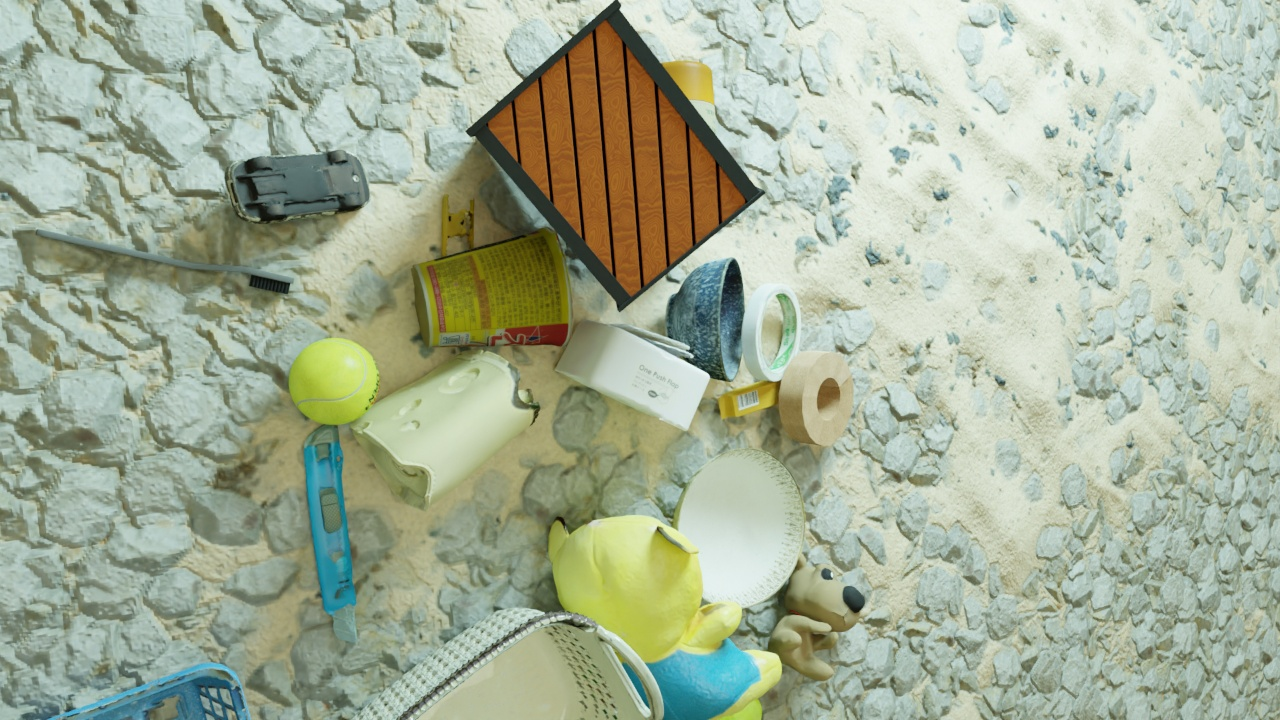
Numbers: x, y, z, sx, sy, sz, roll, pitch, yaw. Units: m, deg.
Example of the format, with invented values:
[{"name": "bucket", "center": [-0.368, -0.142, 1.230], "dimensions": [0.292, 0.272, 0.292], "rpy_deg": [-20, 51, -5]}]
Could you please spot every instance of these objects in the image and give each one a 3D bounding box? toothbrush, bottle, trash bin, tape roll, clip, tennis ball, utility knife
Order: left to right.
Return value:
[{"name": "toothbrush", "center": [-0.338, -0.072, 0.661], "dimensions": [0.167, 0.013, 0.013], "rpy_deg": [12, 91, -28]}, {"name": "utility knife", "center": [-0.238, 0.135, 0.712], "dimensions": [0.031, 0.015, 0.175], "rpy_deg": [-8, 95, -24]}, {"name": "tennis ball", "center": [-0.229, 0.016, 0.689], "dimensions": [0.065, 0.065, 0.065], "rpy_deg": [1, 89, -29]}, {"name": "clip", "center": [-0.149, -0.111, 0.752], "dimensions": [0.048, 0.046, 0.054], "rpy_deg": [2, 89, 15]}, {"name": "trash bin", "center": [-0.021, -0.161, 0.728], "dimensions": [0.140, 0.139, 0.172], "rpy_deg": [-39, 105, 7]}, {"name": "bottle", "center": [0.037, -0.186, 0.837], "dimensions": [0.067, 0.068, 0.157], "rpy_deg": [-4, 91, -29]}, {"name": "tape roll", "center": [0.128, -0.027, 0.892], "dimensions": [0.093, 0.018, 0.094], "rpy_deg": [-13, 106, -53]}, {"name": "tape roll", "center": [0.177, 0.037, 0.918], "dimensions": [0.093, 0.027, 0.094], "rpy_deg": [-6, 98, -46]}]

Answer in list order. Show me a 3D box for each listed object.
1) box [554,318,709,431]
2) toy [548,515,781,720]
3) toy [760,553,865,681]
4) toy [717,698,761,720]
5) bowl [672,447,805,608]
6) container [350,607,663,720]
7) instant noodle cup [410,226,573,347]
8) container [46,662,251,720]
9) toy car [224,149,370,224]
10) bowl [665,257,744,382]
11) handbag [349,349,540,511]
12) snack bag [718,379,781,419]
[{"name": "box", "center": [0.001, -0.006, 0.795], "dimensions": [0.107, 0.102, 0.095], "rpy_deg": [29, 86, -25]}, {"name": "toy", "center": [0.012, 0.222, 0.778], "dimensions": [0.214, 0.149, 0.083], "rpy_deg": [62, 21, -17]}, {"name": "toy", "center": [0.165, 0.247, 0.890], "dimensions": [0.134, 0.106, 0.108], "rpy_deg": [47, 58, -16]}, {"name": "toy", "center": [0.077, 0.358, 0.864], "dimensions": [0.092, 0.043, 0.118], "rpy_deg": [-20, 101, -21]}, {"name": "bowl", "center": [0.079, 0.153, 0.857], "dimensions": [0.145, 0.063, 0.145], "rpy_deg": [1, 89, -30]}, {"name": "container", "center": [-0.117, 0.305, 0.702], "dimensions": [0.251, 0.143, 0.185], "rpy_deg": [-34, 104, -25]}, {"name": "instant noodle cup", "center": [-0.122, -0.050, 0.740], "dimensions": [0.112, 0.100, 0.100], "rpy_deg": [-12, 95, -20]}, {"name": "container", "center": [-0.414, 0.360, 0.567], "dimensions": [0.361, 0.089, 0.257], "rpy_deg": [-15, 96, -28]}, {"name": "toy car", "center": [-0.258, -0.131, 0.694], "dimensions": [0.112, 0.041, 0.048], "rpy_deg": [-19, 98, -46]}, {"name": "bowl", "center": [0.057, -0.038, 0.843], "dimensions": [0.114, 0.061, 0.114], "rpy_deg": [3, 89, -72]}, {"name": "handbag", "center": [-0.146, 0.050, 0.708], "dimensions": [0.119, 0.111, 0.081], "rpy_deg": [-36, 106, -25]}, {"name": "snack bag", "center": [0.116, 0.035, 0.905], "dimensions": [0.099, 0.020, 0.026], "rpy_deg": [-16, 102, -29]}]
